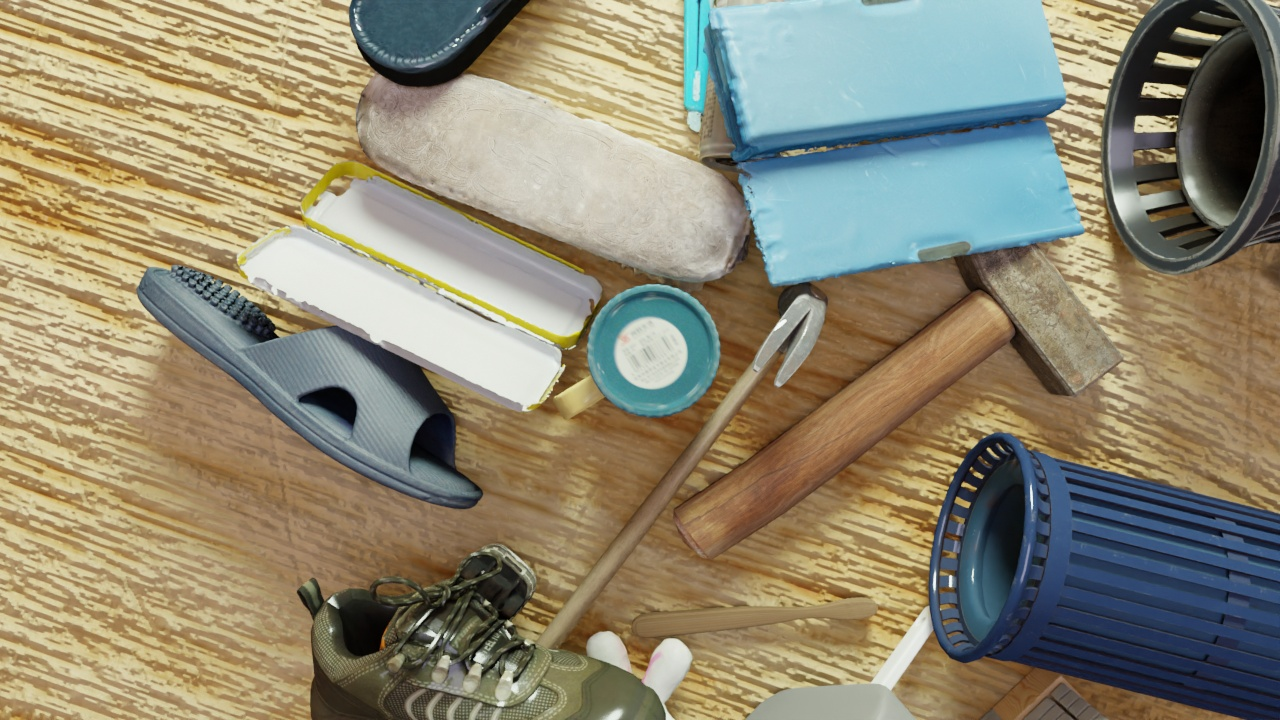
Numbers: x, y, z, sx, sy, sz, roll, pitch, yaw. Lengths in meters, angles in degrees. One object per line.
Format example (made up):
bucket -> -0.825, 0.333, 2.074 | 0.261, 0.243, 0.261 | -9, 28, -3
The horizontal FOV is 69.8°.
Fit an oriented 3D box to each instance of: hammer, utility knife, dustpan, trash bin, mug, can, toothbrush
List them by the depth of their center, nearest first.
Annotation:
trash bin -> 0.269, 0.305, 0.502 | 0.142, 0.247, 0.142 | -44, 89, 2
trash bin -> 0.427, -0.139, 0.540 | 0.227, 0.164, 0.164 | -3, 90, -1
trash bin -> 0.322, 0.141, 0.555 | 0.249, 0.139, 0.139 | 14, 91, 0
dustpan -> 0.107, 0.233, 0.560 | 0.033, 0.164, 0.256 | 48, 61, 1
mug -> -0.003, 0.003, 0.581 | 0.113, 0.107, 0.083 | -31, 91, 2
hammer -> 0.011, 0.086, 0.595 | 0.031, 0.119, 0.331 | 38, 100, 0
can -> 0.072, -0.195, 0.602 | 0.054, 0.054, 0.135 | 6, 90, 2
hammer -> 0.146, 0.027, 0.610 | 0.301, 0.037, 0.158 | -37, 89, 2
utility knife -> 0.040, -0.214, 0.623 | 0.022, 0.015, 0.116 | 0, 93, 1
toothbrush -> 0.077, 0.174, 0.626 | 0.167, 0.016, 0.016 | -6, 90, 4

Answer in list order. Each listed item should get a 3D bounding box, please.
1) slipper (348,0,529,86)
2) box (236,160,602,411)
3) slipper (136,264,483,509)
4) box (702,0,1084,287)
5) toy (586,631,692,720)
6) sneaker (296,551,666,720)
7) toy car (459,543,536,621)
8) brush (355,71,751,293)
slipper -> -0.090, -0.297, 0.573 | 0.109, 0.083, 0.265 | 32, 78, 6
box -> -0.136, -0.051, 0.592 | 0.209, 0.034, 0.129 | 26, 47, 2
slipper -> -0.201, -0.001, 0.593 | 0.263, 0.101, 0.082 | 35, 93, 5
box -> 0.165, -0.144, 0.569 | 0.231, 0.033, 0.174 | -12, 85, -16
toy -> -0.006, 0.247, 0.610 | 0.076, 0.037, 0.125 | 2, 78, 18
sneaker -> -0.101, 0.166, 0.544 | 0.238, 0.100, 0.143 | 0, 112, 20
toy car -> -0.115, 0.169, 0.623 | 0.048, 0.040, 0.113 | 42, 110, 1
brush -> -0.055, -0.122, 0.606 | 0.271, 0.056, 0.083 | 21, 91, 3
